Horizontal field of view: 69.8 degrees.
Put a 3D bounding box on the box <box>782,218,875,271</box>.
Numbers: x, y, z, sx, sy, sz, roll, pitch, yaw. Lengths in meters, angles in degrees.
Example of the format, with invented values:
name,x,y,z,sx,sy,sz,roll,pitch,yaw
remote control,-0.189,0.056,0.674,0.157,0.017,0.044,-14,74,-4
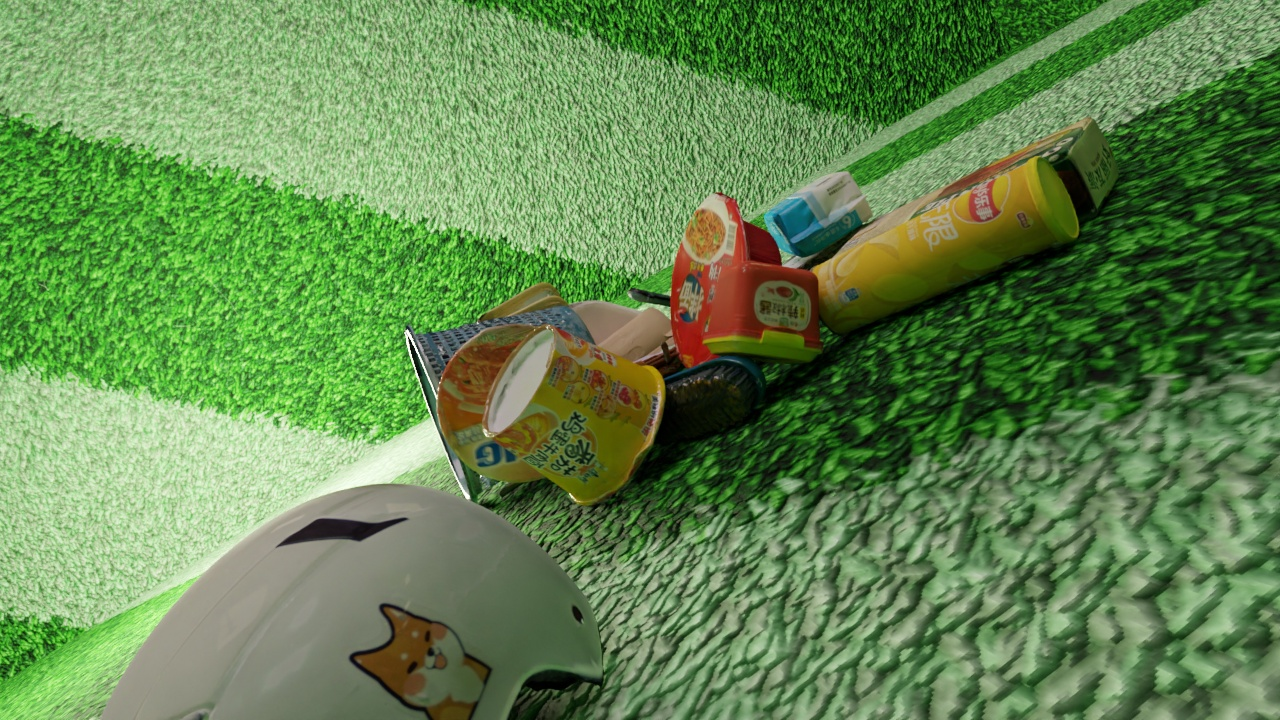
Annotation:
name,x,y,z,sx,sy,sz,roll,pitch,yaw
box,0.206,-0.100,1.046,0.184,0.059,0.090,-32,8,-17

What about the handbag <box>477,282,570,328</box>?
name,x,y,z,sx,sy,sz,roll,pitch,yaw
handbag,-0.156,0.004,1.209,0.178,0.163,0.063,-29,35,-14

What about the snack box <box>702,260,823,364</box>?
name,x,y,z,sx,sy,sz,roll,pitch,yaw
snack box,0.107,-0.041,0.795,0.091,0.080,0.082,7,-5,-20

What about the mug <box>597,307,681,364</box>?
name,x,y,z,sx,sy,sz,roll,pitch,yaw
mug,0.003,-0.005,1.142,0.103,0.084,0.125,-36,14,-18

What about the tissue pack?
name,x,y,z,sx,sy,sz,roll,pitch,yaw
tissue pack,0.190,-0.155,0.995,0.090,0.063,0.140,-32,8,4

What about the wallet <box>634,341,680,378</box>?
name,x,y,z,sx,sy,sz,roll,pitch,yaw
wallet,-0.020,0.034,1.009,0.130,0.035,0.119,-24,-20,-35

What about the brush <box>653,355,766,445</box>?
name,x,y,z,sx,sy,sz,roll,pitch,yaw
brush,0.055,0.029,0.808,0.144,0.055,0.073,-23,13,48

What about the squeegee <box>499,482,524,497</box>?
name,x,y,z,sx,sy,sz,roll,pitch,yaw
squeegee,-0.039,0.082,0.912,0.247,0.040,0.249,-31,8,-6

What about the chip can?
name,x,y,z,sx,sy,sz,roll,pitch,yaw
chip can,0.245,-0.091,0.767,0.214,0.072,0.071,-25,10,40

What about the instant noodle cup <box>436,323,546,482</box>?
name,x,y,z,sx,sy,sz,roll,pitch,yaw
instant noodle cup,-0.129,0.045,0.917,0.151,0.151,0.111,-34,3,-15

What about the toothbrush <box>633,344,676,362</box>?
name,x,y,z,sx,sy,sz,roll,pitch,yaw
toothbrush,-0.006,0.006,1.052,0.188,0.029,0.021,-25,20,-23

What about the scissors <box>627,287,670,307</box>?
name,x,y,z,sx,sy,sz,roll,pitch,yaw
scissors,0.062,-0.069,1.183,0.180,0.019,0.170,12,9,-5

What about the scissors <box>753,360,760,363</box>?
name,x,y,z,sx,sy,sz,roll,pitch,yaw
scissors,0.105,0.009,0.908,0.165,0.012,0.157,-31,6,-6

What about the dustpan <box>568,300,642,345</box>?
name,x,y,z,sx,sy,sz,roll,pitch,yaw
dustpan,-0.086,-0.023,1.374,0.222,0.139,0.274,-37,9,-30

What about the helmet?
name,x,y,z,sx,sy,sz,roll,pitch,yaw
helmet,-0.163,0.160,0.462,0.273,0.157,0.231,-37,9,-37

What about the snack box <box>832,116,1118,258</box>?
name,x,y,z,sx,sy,sz,roll,pitch,yaw
snack box,0.299,-0.130,0.842,0.241,0.063,0.114,-24,11,43

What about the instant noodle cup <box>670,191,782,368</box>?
name,x,y,z,sx,sy,sz,roll,pitch,yaw
instant noodle cup,0.096,-0.080,0.991,0.065,0.193,0.194,5,-5,-19

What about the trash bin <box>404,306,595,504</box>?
name,x,y,z,sx,sy,sz,roll,pitch,yaw
trash bin,-0.149,0.035,1.090,0.195,0.226,0.227,-21,5,-16

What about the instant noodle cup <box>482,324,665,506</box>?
name,x,y,z,sx,sy,sz,roll,pitch,yaw
instant noodle cup,-0.062,0.040,0.792,0.138,0.109,0.137,-42,30,31
